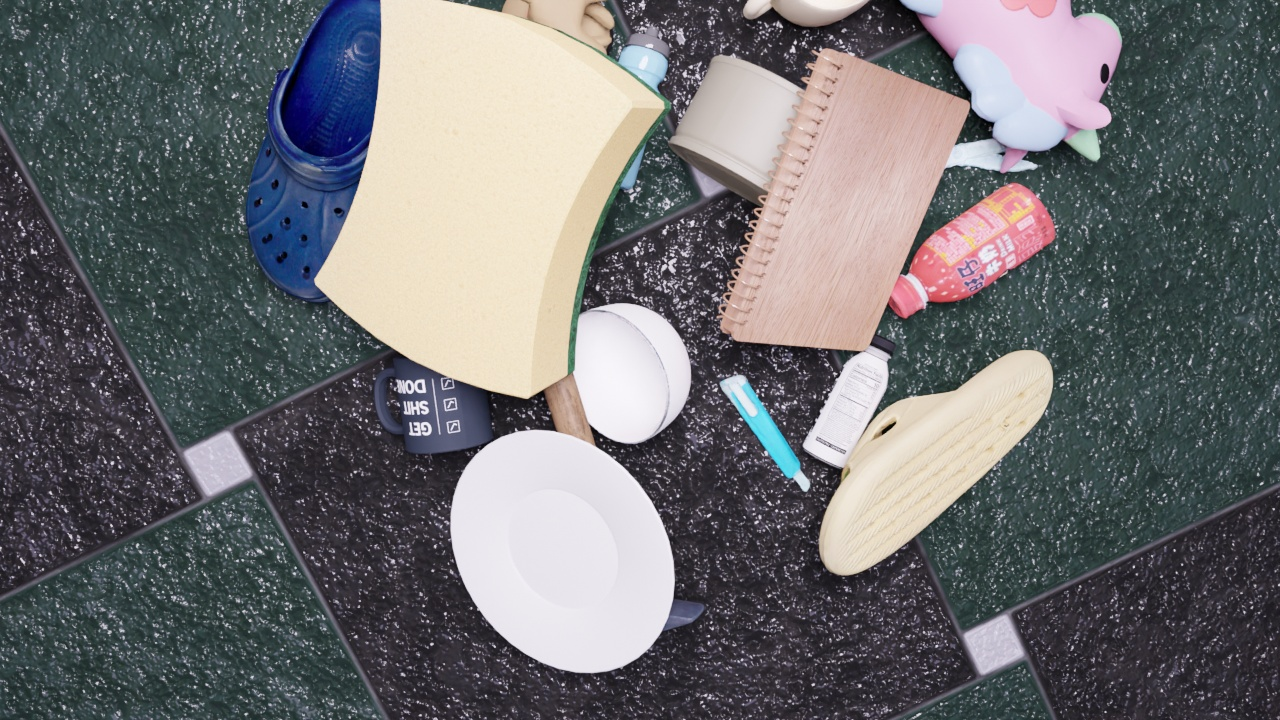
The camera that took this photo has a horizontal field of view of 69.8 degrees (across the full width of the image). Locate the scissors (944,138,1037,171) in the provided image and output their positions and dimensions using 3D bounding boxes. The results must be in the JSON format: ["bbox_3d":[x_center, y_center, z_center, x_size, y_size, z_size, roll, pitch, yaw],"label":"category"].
[{"bbox_3d":[0.254,-0.188,0.773,0.179,0.016,0.105,-12,97,0],"label":"scissors"}]

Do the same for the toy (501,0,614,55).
[{"bbox_3d":[-0.065,-0.262,0.711,0.105,0.108,0.134,9,96,-20],"label":"toy"}]

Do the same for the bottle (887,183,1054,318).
[{"bbox_3d":[0.267,-0.085,0.761,0.137,0.062,0.062,-34,97,3],"label":"bottle"}]

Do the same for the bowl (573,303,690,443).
[{"bbox_3d":[-0.004,0.004,0.749,0.113,0.063,0.113,19,121,35],"label":"bowl"}]

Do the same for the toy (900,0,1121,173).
[{"bbox_3d":[0.278,-0.257,0.712,0.222,0.120,0.171,20,79,-13],"label":"toy"}]

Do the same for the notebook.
[{"bbox_3d":[0.150,-0.110,0.688,0.168,0.022,0.211,3,114,-39],"label":"notebook"}]

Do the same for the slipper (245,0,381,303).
[{"bbox_3d":[-0.248,-0.169,0.712,0.105,0.095,0.253,20,98,-4],"label":"slipper"}]

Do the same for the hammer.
[{"bbox_3d":[-0.046,0.080,0.748,0.130,0.040,0.322,-13,98,33],"label":"hammer"}]

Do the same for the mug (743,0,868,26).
[{"bbox_3d":[0.129,-0.303,0.711,0.120,0.099,0.096,-35,99,4],"label":"mug"}]

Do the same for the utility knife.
[{"bbox_3d":[0.110,0.066,0.797,0.022,0.015,0.124,-31,99,15],"label":"utility knife"}]

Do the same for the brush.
[{"bbox_3d":[-0.113,-0.117,0.663,0.195,0.075,0.251,27,112,14],"label":"brush"}]

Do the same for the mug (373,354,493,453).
[{"bbox_3d":[-0.177,0.032,0.760,0.105,0.071,0.077,-4,97,25],"label":"mug"}]

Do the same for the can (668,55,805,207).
[{"bbox_3d":[0.093,-0.169,0.712,0.128,0.127,0.073,29,96,-5],"label":"can"}]

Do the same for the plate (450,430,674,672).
[{"bbox_3d":[-0.066,0.156,0.749,0.209,0.015,0.209,7,106,25],"label":"plate"}]

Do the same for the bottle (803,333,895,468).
[{"bbox_3d":[0.182,0.033,0.781,0.041,0.041,0.116,26,95,-5],"label":"bottle"}]

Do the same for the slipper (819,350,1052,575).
[{"bbox_3d":[0.232,0.068,0.762,0.261,0.079,0.111,-33,134,-15],"label":"slipper"}]

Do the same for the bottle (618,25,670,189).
[{"bbox_3d":[-0.007,-0.207,0.747,0.040,0.040,0.130,16,96,-4],"label":"bottle"}]
